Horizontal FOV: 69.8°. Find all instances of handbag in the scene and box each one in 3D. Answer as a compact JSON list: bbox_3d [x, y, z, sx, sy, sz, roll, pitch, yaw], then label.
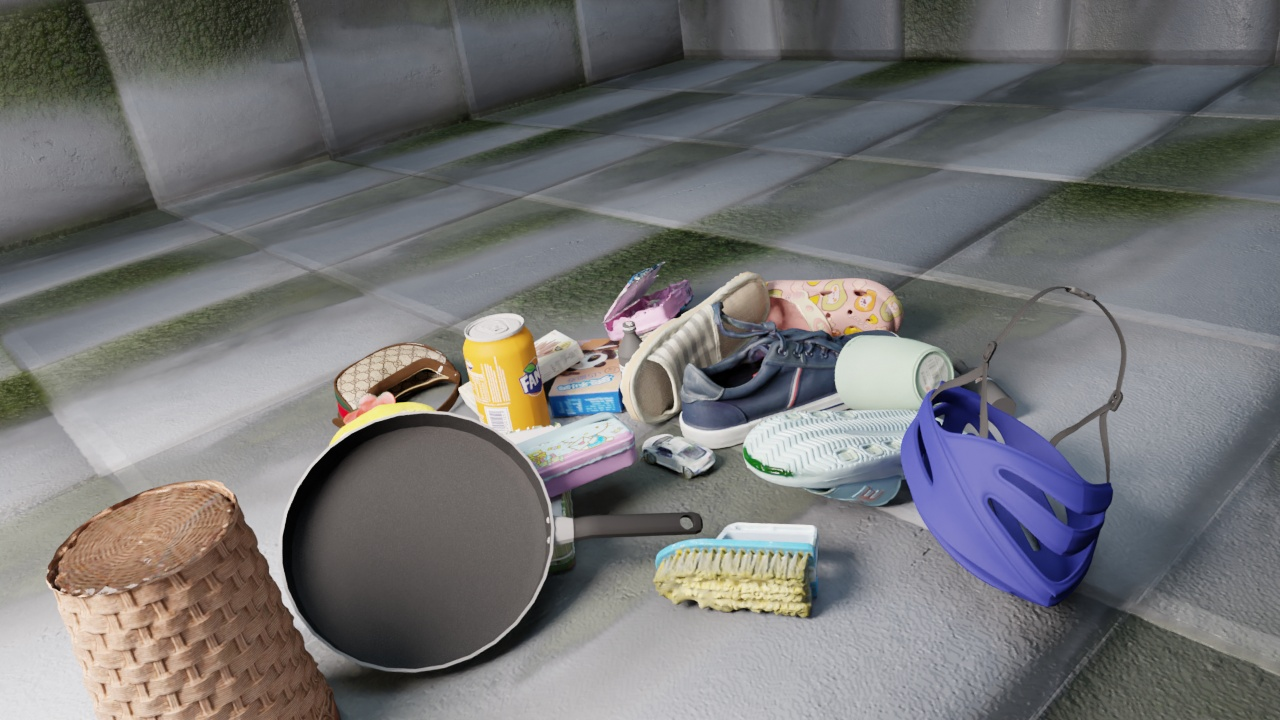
[{"bbox_3d":[-0.307,0.042,1.161,0.138,0.063,0.166,20,37,29],"label":"handbag"}]

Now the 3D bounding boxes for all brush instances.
[{"bbox_3d":[0.080,0.170,0.772,0.136,0.055,0.075,-1,31,16],"label":"brush"}]

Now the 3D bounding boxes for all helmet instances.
[{"bbox_3d":[0.313,0.062,0.736,0.147,0.228,0.241,19,26,-14],"label":"helmet"}]

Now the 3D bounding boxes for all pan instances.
[{"bbox_3d":[-0.123,0.150,0.793,0.356,0.034,0.225,-1,63,-8],"label":"pan"}]

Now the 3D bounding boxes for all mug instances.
[{"bbox_3d":[0.283,0.021,0.976,0.111,0.084,0.104,25,-10,-29],"label":"mug"}]

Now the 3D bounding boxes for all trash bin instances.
[{"bbox_3d":[-0.311,0.209,0.638,0.151,0.210,0.151,-8,26,4],"label":"trash bin"}]

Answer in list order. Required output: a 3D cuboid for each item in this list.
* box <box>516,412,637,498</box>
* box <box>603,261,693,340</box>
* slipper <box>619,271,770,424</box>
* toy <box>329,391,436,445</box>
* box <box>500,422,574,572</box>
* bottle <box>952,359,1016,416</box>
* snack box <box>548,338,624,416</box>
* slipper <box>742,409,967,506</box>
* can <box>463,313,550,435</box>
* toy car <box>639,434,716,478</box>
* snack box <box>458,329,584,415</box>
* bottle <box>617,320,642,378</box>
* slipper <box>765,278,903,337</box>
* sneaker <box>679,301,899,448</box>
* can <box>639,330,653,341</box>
[{"bbox_3d":[-0.108,0.104,0.878,0.214,0.036,0.076,-20,28,-18],"label":"box"},{"bbox_3d":[0.008,-0.089,1.231,0.085,0.077,0.230,-17,8,15],"label":"box"},{"bbox_3d":[0.078,-0.018,1.086,0.054,0.114,0.271,16,40,37],"label":"slipper"},{"bbox_3d":[-0.258,0.116,0.961,0.133,0.092,0.207,-24,37,-9],"label":"toy"},{"bbox_3d":[-0.127,0.138,0.915,0.117,0.050,0.205,-13,25,-2],"label":"box"},{"bbox_3d":[0.369,0.028,1.002,0.030,0.030,0.113,-10,26,-2],"label":"bottle"},{"bbox_3d":[-0.056,0.018,1.153,0.087,0.034,0.151,-4,26,11],"label":"snack box"},{"bbox_3d":[0.213,0.096,0.871,0.245,0.074,0.104,-3,22,-26],"label":"slipper"},{"bbox_3d":[-0.152,0.025,1.043,0.079,0.143,0.079,-7,26,3],"label":"can"},{"bbox_3d":[0.038,0.097,0.970,0.090,0.027,0.038,16,37,42],"label":"toy car"},{"bbox_3d":[-0.149,0.016,1.149,0.149,0.026,0.082,-33,24,-16],"label":"snack box"},{"bbox_3d":[-0.006,0.006,1.073,0.036,0.110,0.036,-7,26,3],"label":"bottle"},{"bbox_3d":[0.229,-0.049,1.159,0.198,0.093,0.081,6,50,32],"label":"slipper"},{"bbox_3d":[0.172,-0.008,1.034,0.294,0.127,0.121,-17,28,-21],"label":"sneaker"},{"bbox_3d":[0.043,-0.012,1.147,0.076,0.067,0.067,-23,29,-25],"label":"can"}]
